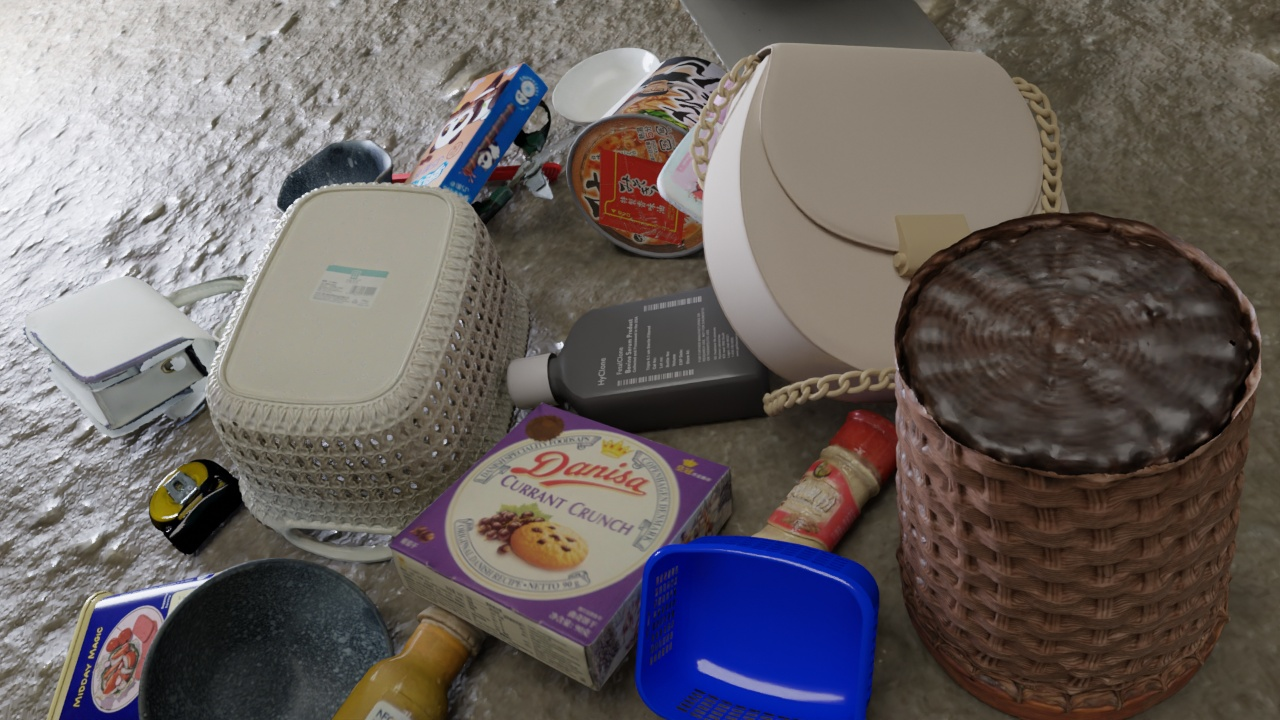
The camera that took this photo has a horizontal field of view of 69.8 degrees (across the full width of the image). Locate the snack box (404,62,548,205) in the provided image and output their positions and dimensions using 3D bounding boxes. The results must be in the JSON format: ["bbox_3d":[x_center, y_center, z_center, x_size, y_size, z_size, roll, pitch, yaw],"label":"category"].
[{"bbox_3d":[-0.149,-0.184,0.791,0.087,0.034,0.151,6,61,52],"label":"snack box"}]

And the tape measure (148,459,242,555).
[{"bbox_3d":[-0.327,0.102,0.669,0.061,0.034,0.061,23,63,35],"label":"tape measure"}]

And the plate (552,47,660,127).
[{"bbox_3d":[-0.027,-0.243,0.836,0.104,0.026,0.104,-11,51,13],"label":"plate"}]

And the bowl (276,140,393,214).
[{"bbox_3d":[-0.266,-0.145,0.828,0.110,0.055,0.110,-10,50,12],"label":"bowl"}]

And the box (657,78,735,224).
[{"bbox_3d":[0.128,-0.117,0.611,0.201,0.038,0.152,32,61,2],"label":"box"}]

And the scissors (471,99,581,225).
[{"bbox_3d":[-0.121,-0.146,0.765,0.203,0.015,0.201,-42,33,8],"label":"scissors"}]

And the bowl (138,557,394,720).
[{"bbox_3d":[-0.217,0.188,0.532,0.057,0.137,0.136,-34,33,49],"label":"bowl"}]

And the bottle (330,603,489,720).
[{"bbox_3d":[-0.147,0.210,0.493,0.053,0.053,0.185,12,49,28],"label":"bottle"}]

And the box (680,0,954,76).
[{"bbox_3d":[0.121,-0.213,0.660,0.167,0.423,0.173,-22,29,-17],"label":"box"}]

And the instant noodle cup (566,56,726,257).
[{"bbox_3d":[0.023,-0.165,0.704,0.124,0.124,0.121,4,46,23],"label":"instant noodle cup"}]

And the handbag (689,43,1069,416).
[{"bbox_3d":[0.142,-0.080,0.545,0.210,0.103,0.208,-4,78,-17],"label":"handbag"}]

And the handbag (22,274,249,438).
[{"bbox_3d":[-0.402,-0.018,0.782,0.151,0.074,0.175,27,47,33],"label":"handbag"}]

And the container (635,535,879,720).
[{"bbox_3d":[0.062,0.137,0.461,0.114,0.058,0.096,5,92,24],"label":"container"}]

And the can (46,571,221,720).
[{"bbox_3d":[-0.300,0.194,0.571,0.092,0.056,0.116,-13,50,8],"label":"can"}]

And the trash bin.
[{"bbox_3d":[0.186,0.053,0.400,0.151,0.210,0.151,-10,51,12],"label":"trash bin"}]

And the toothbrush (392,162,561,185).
[{"bbox_3d":[-0.170,-0.164,0.836,0.213,0.012,0.017,0,57,21],"label":"toothbrush"}]

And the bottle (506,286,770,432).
[{"bbox_3d":[-0.004,0.004,0.619,0.174,0.046,0.083,-9,51,13],"label":"bottle"}]

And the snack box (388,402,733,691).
[{"bbox_3d":[-0.043,0.098,0.536,0.143,0.041,0.147,16,42,30],"label":"snack box"}]

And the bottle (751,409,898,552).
[{"bbox_3d":[0.107,0.078,0.522,0.044,0.044,0.109,30,68,36],"label":"bottle"}]

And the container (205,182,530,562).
[{"bbox_3d":[-0.181,-0.005,0.628,0.184,0.143,0.245,2,53,6],"label":"container"}]
